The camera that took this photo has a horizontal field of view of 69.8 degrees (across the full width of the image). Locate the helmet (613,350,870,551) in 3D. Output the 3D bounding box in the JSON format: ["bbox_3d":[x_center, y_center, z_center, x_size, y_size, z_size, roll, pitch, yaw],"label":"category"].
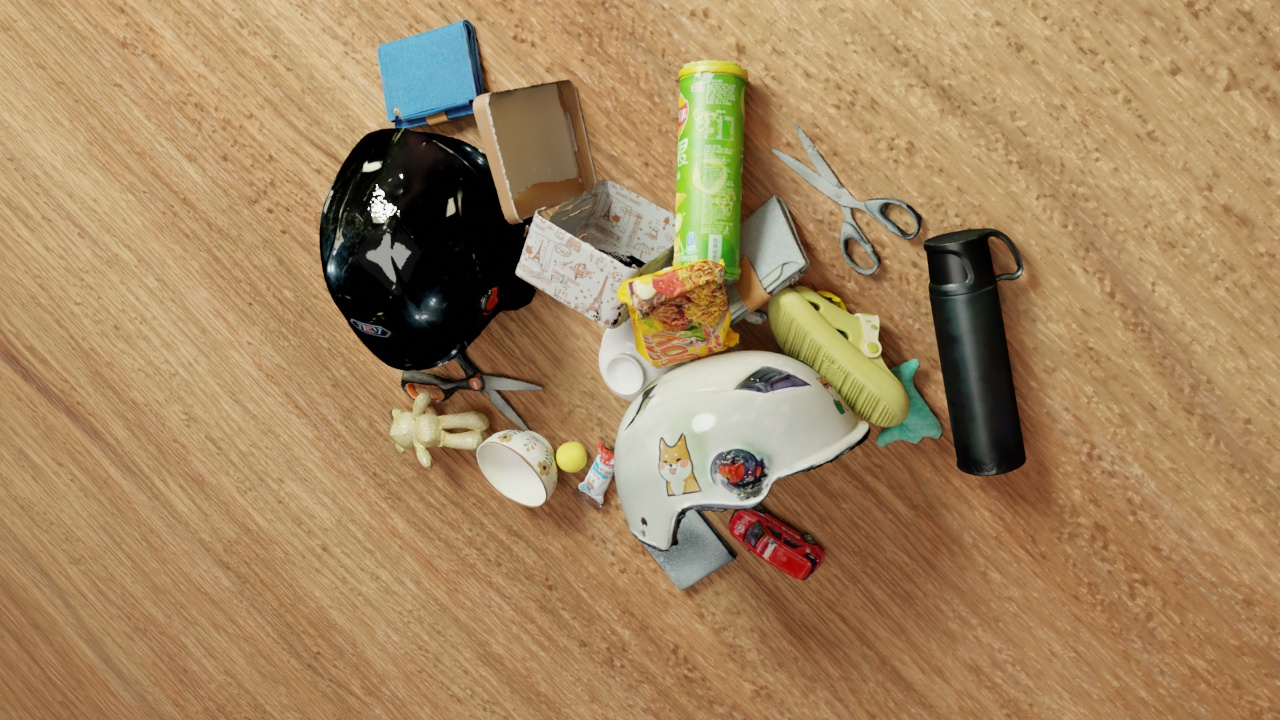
[{"bbox_3d":[0.084,0.071,0.970,0.275,0.229,0.157,-30,90,23],"label":"helmet"}]

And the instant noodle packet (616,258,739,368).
[{"bbox_3d":[0.041,-0.043,0.921,0.111,0.044,0.128,-13,145,4],"label":"instant noodle packet"}]

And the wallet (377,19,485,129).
[{"bbox_3d":[-0.247,-0.335,1.088,0.133,0.040,0.106,-5,99,27],"label":"wallet"}]

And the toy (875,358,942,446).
[{"bbox_3d":[0.284,0.054,0.994,0.097,0.030,0.092,-36,89,37],"label":"toy"}]

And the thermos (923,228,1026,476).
[{"bbox_3d":[0.345,-0.009,0.918,0.090,0.068,0.242,-9,106,17],"label":"thermos"}]

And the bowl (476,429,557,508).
[{"bbox_3d":[-0.152,0.133,1.204,0.113,0.062,0.114,22,137,22],"label":"bowl"}]

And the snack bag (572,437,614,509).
[{"bbox_3d":[-0.052,0.148,1.192,0.045,0.026,0.105,31,122,8],"label":"snack bag"}]

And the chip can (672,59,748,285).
[{"bbox_3d":[0.071,-0.187,0.941,0.073,0.072,0.221,4,93,24],"label":"chip can"}]

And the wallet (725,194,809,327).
[{"bbox_3d":[0.113,-0.100,0.981,0.130,0.037,0.106,-39,47,31],"label":"wallet"}]

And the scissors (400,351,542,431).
[{"bbox_3d":[-0.239,0.016,1.230,0.221,0.021,0.225,-14,104,30],"label":"scissors"}]

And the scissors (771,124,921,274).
[{"bbox_3d":[0.214,-0.168,0.951,0.166,0.014,0.163,3,108,26],"label":"scissors"}]

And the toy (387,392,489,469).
[{"bbox_3d":[-0.277,0.094,1.254,0.157,0.066,0.105,-2,96,27],"label":"toy"}]

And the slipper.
[{"bbox_3d":[0.219,-0.013,0.975,0.190,0.081,0.092,46,158,16],"label":"slipper"}]

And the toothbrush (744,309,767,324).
[{"bbox_3d":[0.059,-0.074,1.058,0.181,0.018,0.016,20,121,19],"label":"toothbrush"}]

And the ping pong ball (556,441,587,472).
[{"bbox_3d":[-0.089,0.125,1.192,0.040,0.040,0.040,9,113,22],"label":"ping pong ball"}]

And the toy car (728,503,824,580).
[{"bbox_3d":[0.162,0.219,1.108,0.120,0.045,0.053,31,118,14],"label":"toy car"}]

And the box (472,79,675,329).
[{"bbox_3d":[-0.068,-0.169,0.988,0.131,0.178,0.272,-35,93,33],"label":"box"}]

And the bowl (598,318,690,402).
[{"bbox_3d":[-0.006,0.006,1.092,0.118,0.064,0.118,9,112,22],"label":"bowl"}]

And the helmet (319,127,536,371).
[{"bbox_3d":[-0.257,-0.133,1.062,0.234,0.230,0.274,15,77,20],"label":"helmet"}]

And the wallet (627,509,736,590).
[{"bbox_3d":[0.052,0.228,1.180,0.097,0.019,0.121,-40,88,30],"label":"wallet"}]
